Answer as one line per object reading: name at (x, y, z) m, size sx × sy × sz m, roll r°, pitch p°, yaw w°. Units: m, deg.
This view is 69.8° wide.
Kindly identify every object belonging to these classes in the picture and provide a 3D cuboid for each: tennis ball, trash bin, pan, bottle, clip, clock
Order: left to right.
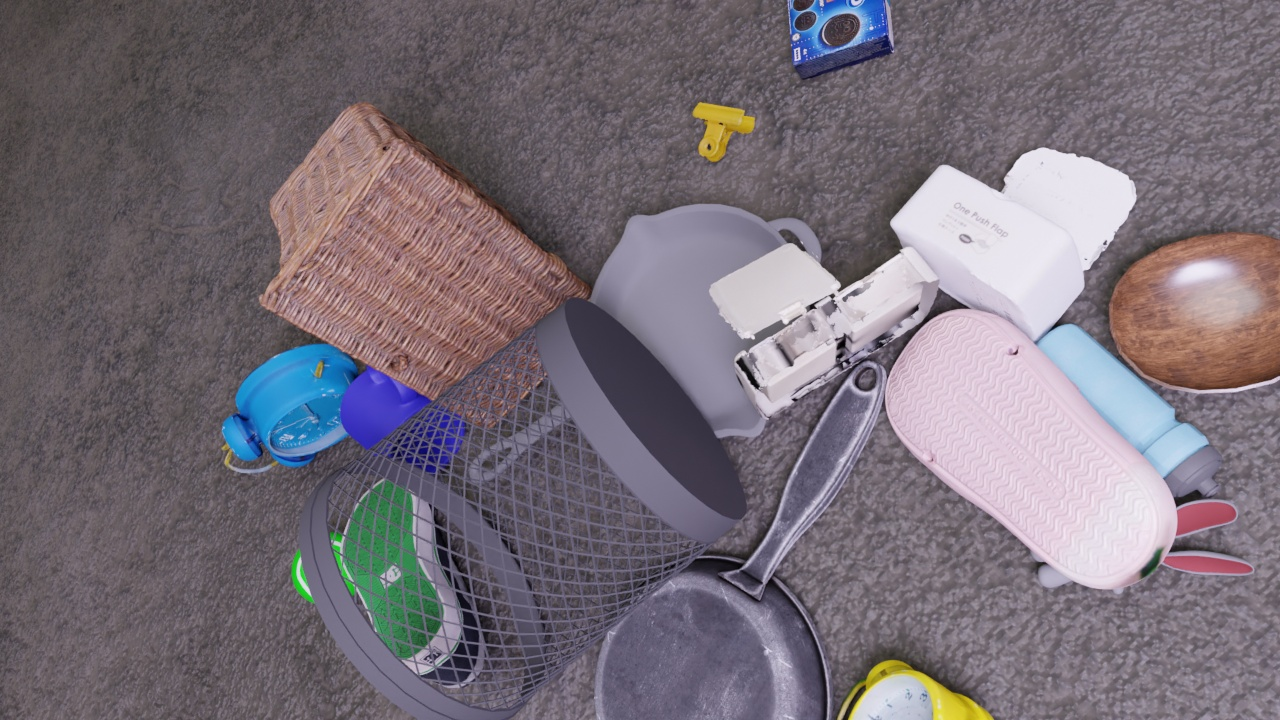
clock at (-0.338, 0.053, 0.897) m, size 0.161 × 0.116 × 0.060 m, roll -42°, pitch 67°, yaw 11°
tennis ball at (-0.283, 0.189, 0.835) m, size 0.065 × 0.065 × 0.065 m, roll -12°, pitch 65°, yaw 27°
trash bin at (-0.073, 0.100, 0.643) m, size 0.228 × 0.217 × 0.217 m, roll -39°, pitch 56°, yaw 13°
pan at (-0.005, 0.005, 0.755) m, size 0.355 × 0.024 × 0.216 m, roll -35°, pitch 66°, yaw 16°
clip at (0.067, -0.202, 0.803) m, size 0.054 × 0.045 × 0.049 m, roll 23°, pitch 59°, yaw 34°
pan at (0.081, 0.156, 0.645) m, size 0.187 × 0.055 × 0.357 m, roll 26°, pitch 90°, yaw 37°
clock at (0.159, 0.228, 0.548) m, size 0.083 × 0.057 × 0.119 m, roll -57°, pitch 17°, yaw -12°
bottle at (0.298, 0.033, 0.561) m, size 0.040 × 0.040 × 0.130 m, roll -42°, pitch 55°, yaw 10°

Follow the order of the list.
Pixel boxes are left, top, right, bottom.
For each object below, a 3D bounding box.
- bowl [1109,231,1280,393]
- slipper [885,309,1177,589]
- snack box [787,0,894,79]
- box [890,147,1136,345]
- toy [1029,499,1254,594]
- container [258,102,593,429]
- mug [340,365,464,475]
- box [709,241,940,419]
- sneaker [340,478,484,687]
bowl at (0.351, -0.026, 0.561) m, size 0.114 × 0.026 × 0.101 m, roll -11°, pitch 66°, yaw 26°
slipper at (0.234, 0.046, 0.568) m, size 0.107 × 0.055 × 0.221 m, roll -64°, pitch 35°, yaw 23°
snack box at (0.169, -0.318, 0.788) m, size 0.082 × 0.027 × 0.150 m, roll -13°, pitch 65°, yaw 26°
box at (0.260, -0.095, 0.608) m, size 0.136 × 0.121 × 0.109 m, roll -49°, pitch 55°, yaw 7°
toy at (0.291, 0.112, 0.540) m, size 0.112 × 0.030 × 0.049 m, roll -16°, pitch 92°, yaw 28°
container at (-0.188, -0.091, 0.793) m, size 0.162 × 0.250 × 0.183 m, roll -47°, pitch 45°, yaw 6°
mug at (-0.219, 0.043, 0.831) m, size 0.083 × 0.111 × 0.079 m, roll 29°, pitch 49°, yaw 36°
box at (0.116, -0.043, 0.596) m, size 0.143 × 0.186 × 0.070 m, roll -33°, pitch 71°, yaw 0°
sneaker at (-0.191, 0.187, 0.784) m, size 0.084 × 0.079 × 0.235 m, roll -39°, pitch 38°, yaw -3°
